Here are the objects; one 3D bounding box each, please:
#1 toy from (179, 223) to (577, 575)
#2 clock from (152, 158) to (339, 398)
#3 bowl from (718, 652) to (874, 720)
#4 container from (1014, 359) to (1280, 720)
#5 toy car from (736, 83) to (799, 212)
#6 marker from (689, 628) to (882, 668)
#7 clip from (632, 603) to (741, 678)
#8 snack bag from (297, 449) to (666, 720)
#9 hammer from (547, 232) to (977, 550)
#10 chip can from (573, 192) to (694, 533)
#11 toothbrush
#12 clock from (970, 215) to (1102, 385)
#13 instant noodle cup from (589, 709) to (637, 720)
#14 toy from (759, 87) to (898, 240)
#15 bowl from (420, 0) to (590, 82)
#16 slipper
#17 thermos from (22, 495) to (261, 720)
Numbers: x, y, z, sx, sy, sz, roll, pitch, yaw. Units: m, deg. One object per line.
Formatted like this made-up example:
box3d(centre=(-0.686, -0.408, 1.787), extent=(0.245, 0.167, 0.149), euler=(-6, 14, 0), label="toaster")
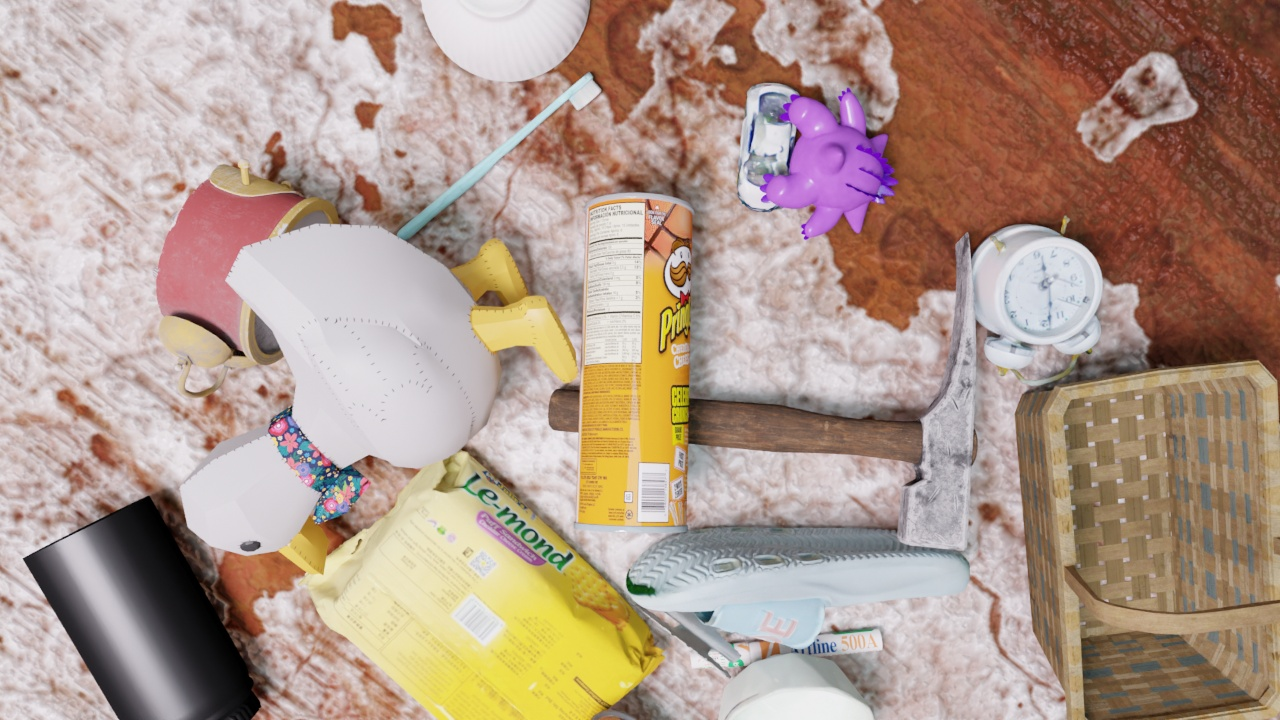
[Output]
box3d(centre=(-0.181, 0.017, 0.587), extent=(0.267, 0.141, 0.247), euler=(-29, 137, -12), label="toy")
box3d(centre=(-0.273, -0.051, 0.611), extent=(0.081, 0.117, 0.159), euler=(21, 90, 0), label="clock")
box3d(centre=(0.109, 0.259, 0.677), extent=(0.117, 0.061, 0.118), euler=(-2, 120, -3), label="bowl")
box3d(centre=(0.349, 0.129, 0.606), extent=(0.157, 0.186, 0.250), euler=(-8, 98, 0), label="container")
box3d(centre=(0.090, -0.150, 0.646), extent=(0.038, 0.027, 0.090), euler=(4, 98, -3), label="toy car")
box3d(centre=(0.111, 0.221, 0.702), extent=(0.145, 0.017, 0.017), euler=(-6, 98, 0), label="marker")
box3d(centre=(0.048, 0.193, 0.681), extent=(0.056, 0.102, 0.046), euler=(2, 108, -44), label="clip")
box3d(centre=(-0.111, 0.195, 0.671), extent=(0.247, 0.068, 0.159), euler=(44, 94, -6), label="snack bag")
box3d(centre=(0.086, 0.010, 0.656), extent=(0.301, 0.037, 0.217), euler=(5, 83, 7), label="hammer")
box3d(centre=(-0.004, 0.004, 0.610), extent=(0.075, 0.075, 0.215), euler=(2, 83, -1), label="chip can")
box3d(centre=(-0.102, -0.142, 0.652), extent=(0.181, 0.016, 0.016), euler=(-38, 105, 4), label="toothbrush")
box3d(centre=(0.280, -0.039, 0.650), extent=(0.083, 0.057, 0.118), euler=(-15, 105, 1), label="clock")
box3d(centre=(-0.039, 0.329, 0.630), extent=(0.122, 0.123, 0.123), euler=(-41, 96, 14), label="instant noodle cup")
box3d(centre=(0.137, -0.132, 0.630), extent=(0.088, 0.056, 0.106), euler=(12, 96, -42), label="toy")
box3d(centre=(-0.094, -0.252, 0.613), extent=(0.118, 0.062, 0.118), euler=(0, 98, 0), label="bowl")
box3d(centre=(0.113, 0.164, 0.654), extent=(0.245, 0.104, 0.074), euler=(-1, 94, -5), label="slipper")
box3d(centre=(-0.348, 0.205, 0.661), extent=(0.086, 0.086, 0.198), euler=(-26, 97, 3), label="thermos")
